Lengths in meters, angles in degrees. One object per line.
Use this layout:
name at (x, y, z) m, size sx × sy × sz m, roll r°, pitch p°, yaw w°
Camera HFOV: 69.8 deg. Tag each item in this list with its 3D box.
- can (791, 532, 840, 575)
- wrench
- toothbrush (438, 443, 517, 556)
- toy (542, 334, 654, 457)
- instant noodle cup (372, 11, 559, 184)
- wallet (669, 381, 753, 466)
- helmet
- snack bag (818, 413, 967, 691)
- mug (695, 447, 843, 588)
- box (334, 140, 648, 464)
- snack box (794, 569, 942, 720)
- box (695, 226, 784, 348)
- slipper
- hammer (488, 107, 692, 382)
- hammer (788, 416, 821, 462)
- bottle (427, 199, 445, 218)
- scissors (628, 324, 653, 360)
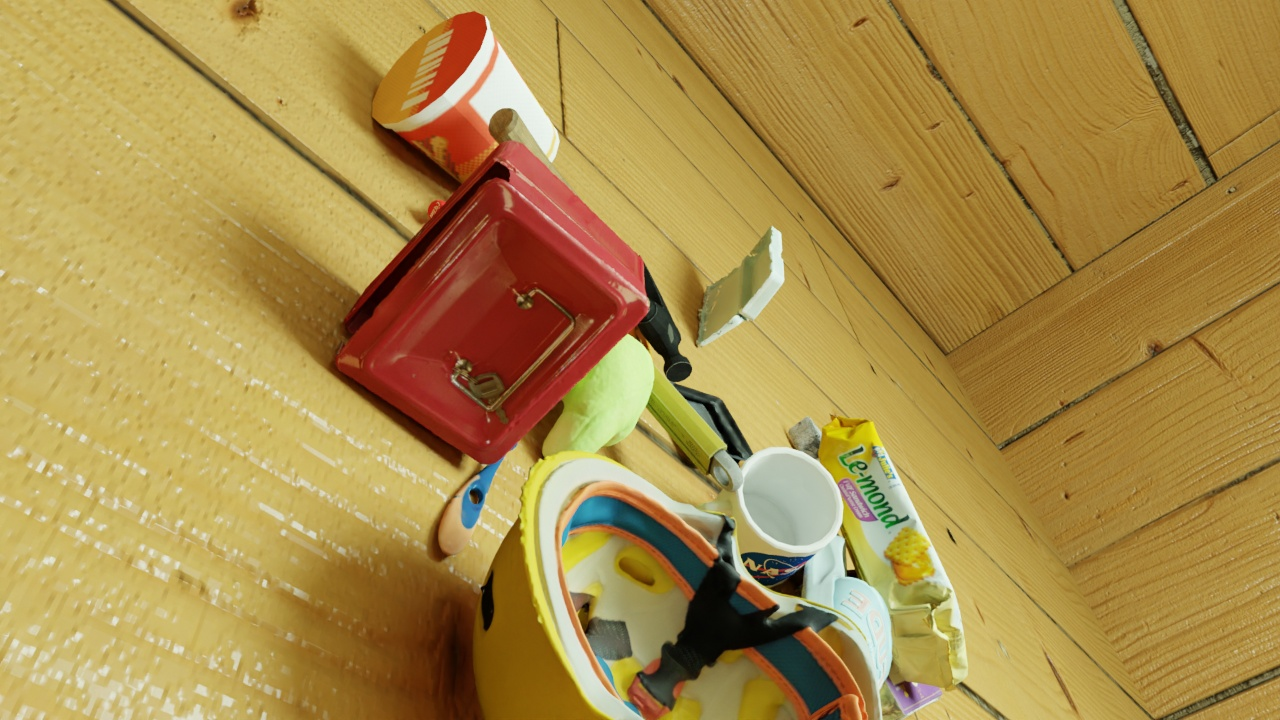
can at (0.147, 0.179, 0.881) m, size 0.135 × 0.054 × 0.054 m, roll 21°, pitch 38°, yaw -55°
wrench at (-0.005, 0.004, 0.767) m, size 0.018 × 0.084 × 0.273 m, roll -28°, pitch 60°, yaw -26°
toothbrush at (-0.100, 0.079, 0.566) m, size 0.021 × 0.017 × 0.134 m, roll 45°, pitch 24°, yaw -12°
toy at (-0.060, -0.025, 0.702) m, size 0.197 × 0.107 × 0.150 m, roll 65°, pitch 21°, yaw 3°
instant noodle cup at (-0.144, -0.212, 0.801) m, size 0.121 × 0.123 × 0.123 m, roll 45°, pitch 21°, yaw -42°
wallet at (0.065, 0.068, 0.918) m, size 0.114 × 0.026 × 0.089 m, roll 20°, pitch 37°, yaw -54°
helmet at (0.001, 0.173, 0.465) m, size 0.240 × 0.140 × 0.208 m, roll 39°, pitch 21°, yaw -1°
snack bag at (0.236, 0.181, 0.880) m, size 0.246 × 0.068 × 0.160 m, roll -103°, pitch 169°, yaw -49°
mug at (0.093, 0.132, 0.763) m, size 0.121 × 0.090 × 0.091 m, roll 3°, pitch 58°, yaw -15°
box at (-0.088, -0.034, 0.562) m, size 0.129 × 0.158 × 0.092 m, roll 42°, pitch 17°, yaw -19°
snack box at (0.230, 0.281, 0.914) m, size 0.143 × 0.041 × 0.148 m, roll 19°, pitch 40°, yaw -57°
box at (0.129, -0.093, 1.160) m, size 0.041 × 0.135 × 0.196 m, roll 38°, pitch 23°, yaw -9°
slipper at (0.167, 0.220, 0.750) m, size 0.244 × 0.074 × 0.104 m, roll -54°, pitch 143°, yaw -68°
hammer at (-0.043, -0.108, 0.829) m, size 0.305 × 0.040 × 0.132 m, roll 51°, pitch 11°, yaw -45°
hammer at (0.172, 0.132, 1.033) m, size 0.121 × 0.049 × 0.318 m, roll 56°, pitch 22°, yaw 14°
bottle at (-0.135, -0.117, 0.771) m, size 0.036 × 0.036 × 0.118 m, roll 59°, pitch 22°, yaw 14°
scissors at (0.007, -0.034, 0.981) m, size 0.128 × 0.011 × 0.125 m, roll 39°, pitch 26°, yaw -37°
